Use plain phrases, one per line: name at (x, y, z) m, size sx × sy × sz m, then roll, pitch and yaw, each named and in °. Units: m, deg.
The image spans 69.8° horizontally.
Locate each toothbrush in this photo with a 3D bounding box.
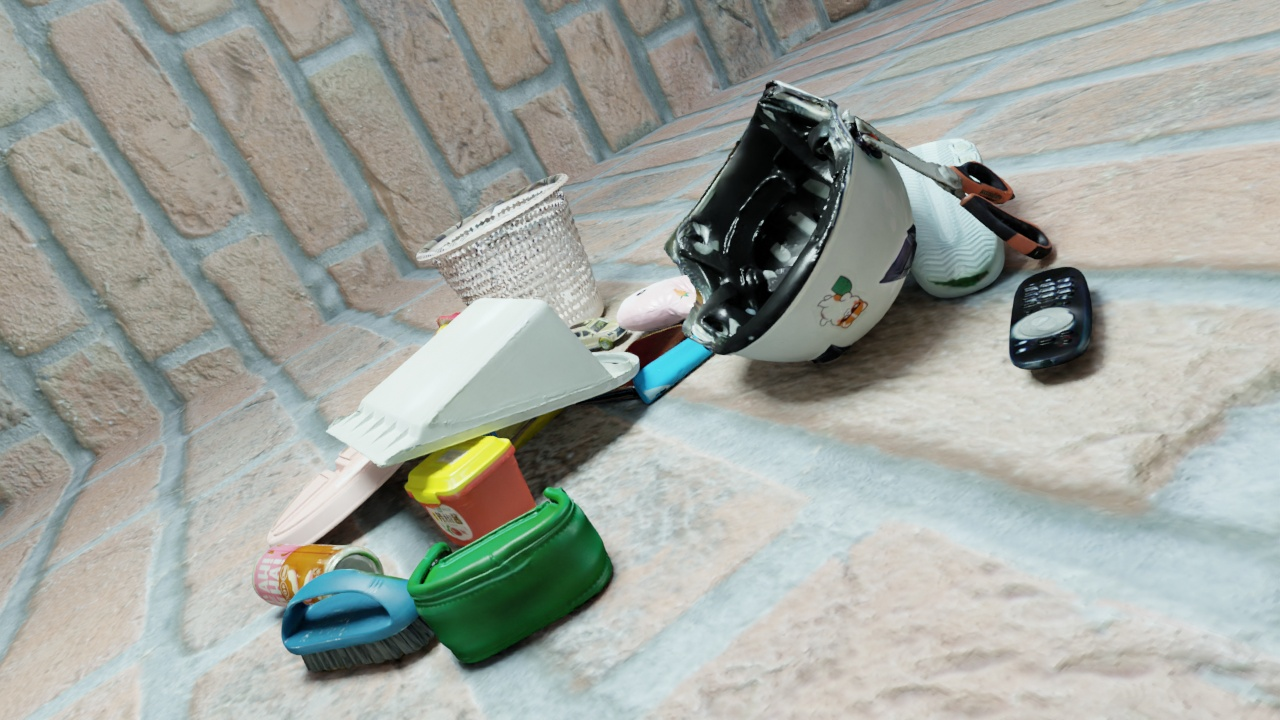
toothbrush at (-0.104, 0.067, 0.953) m, size 0.017 × 0.016 × 0.189 m, roll -7°, pitch 27°, yaw 38°

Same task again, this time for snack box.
snack box at (-0.139, 0.112, 0.776) m, size 0.091 × 0.080 × 0.081 m, roll -6°, pitch 29°, yaw 49°

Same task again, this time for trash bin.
trash bin at (-0.156, -0.116, 1.241) m, size 0.228 × 0.192 × 0.227 m, roll -25°, pitch 18°, yaw 9°

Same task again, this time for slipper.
slipper at (0.280, -0.130, 0.852) m, size 0.104 × 0.074 × 0.244 m, roll -21°, pitch 35°, yaw 18°

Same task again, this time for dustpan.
dustpan at (-0.135, 0.036, 0.880) m, size 0.257 × 0.142 × 0.223 m, roll -48°, pitch 24°, yaw -18°

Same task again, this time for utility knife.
utility knife at (0.076, -0.024, 0.933) m, size 0.215 × 0.018 × 0.034 m, roll -35°, pitch 53°, yaw -26°

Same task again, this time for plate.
plate at (-0.325, 0.129, 1.021) m, size 0.230 × 0.028 × 0.229 m, roll -35°, pitch 16°, yaw 11°

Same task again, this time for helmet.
helmet at (0.146, -0.100, 0.796) m, size 0.230 × 0.156 × 0.273 m, roll -58°, pitch 27°, yaw 24°

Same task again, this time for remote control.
remote control at (0.282, -0.026, 0.629) m, size 0.053 × 0.024 × 0.136 m, roll -15°, pitch 23°, yaw 32°

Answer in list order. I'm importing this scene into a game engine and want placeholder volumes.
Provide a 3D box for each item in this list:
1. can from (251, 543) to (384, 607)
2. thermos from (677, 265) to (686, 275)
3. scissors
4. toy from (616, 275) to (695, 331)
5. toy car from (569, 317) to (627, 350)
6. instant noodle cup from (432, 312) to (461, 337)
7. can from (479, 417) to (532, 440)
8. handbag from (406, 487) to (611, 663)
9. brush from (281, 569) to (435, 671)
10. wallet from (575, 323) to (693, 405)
can at (-0.286, 0.191, 0.809) m, size 0.148 × 0.058 × 0.057 m, roll -10°, pitch 25°, yaw 44°
thermos at (0.160, -0.163, 1.142) m, size 0.243 × 0.068 × 0.089 m, roll -25°, pitch 50°, yaw 17°
scissors at (0.250, -0.146, 0.732) m, size 0.015 × 0.202 × 0.203 m, roll -45°, pitch -1°, yaw 37°
toy at (0.045, -0.067, 1.038) m, size 0.121 × 0.054 × 0.160 m, roll -27°, pitch 15°, yaw -35°
toy car at (-0.055, -0.032, 1.125) m, size 0.091 × 0.035 × 0.042 m, roll -9°, pitch 27°, yaw 40°
instant noodle cup at (-0.230, 0.016, 1.142) m, size 0.123 × 0.116 × 0.116 m, roll -48°, pitch 25°, yaw -22°
can at (-0.165, 0.052, 1.019) m, size 0.083 × 0.057 × 0.101 m, roll -11°, pitch 24°, yaw 35°
handbag at (-0.094, 0.142, 0.648) m, size 0.131 × 0.068 × 0.120 m, roll -30°, pitch 17°, yaw -6°
brush at (-0.217, 0.190, 0.686) m, size 0.144 × 0.073 × 0.055 m, roll -17°, pitch 27°, yaw 30°
wallet at (-0.006, 0.006, 0.975) m, size 0.097 × 0.020 × 0.122 m, roll -16°, pitch 22°, yaw 44°
